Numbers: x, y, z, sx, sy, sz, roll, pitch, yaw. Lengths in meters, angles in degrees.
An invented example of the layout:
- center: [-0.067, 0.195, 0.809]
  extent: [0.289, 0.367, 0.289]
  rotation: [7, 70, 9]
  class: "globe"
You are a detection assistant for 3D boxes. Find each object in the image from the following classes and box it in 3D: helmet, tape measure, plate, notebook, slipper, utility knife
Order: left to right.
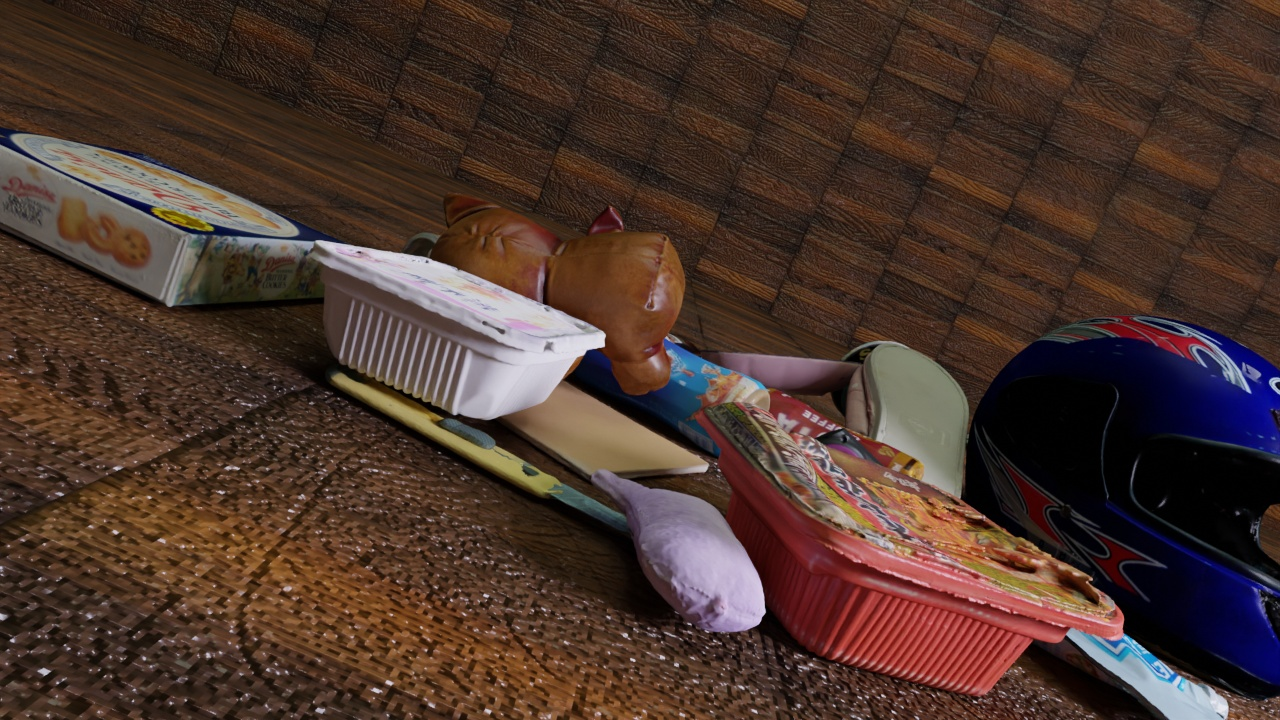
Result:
- center: [-0.085, 0.046, 0.469]
  extent: [0.198, 0.021, 0.030]
  rotation: [30, 16, 13]
  class: "utility knife"
- center: [-0.069, 0.027, 0.618]
  extent: [0.208, 0.008, 0.147]
  rotation: [28, 11, 29]
  class: "notebook"
- center: [0.138, 0.014, 0.983]
  extent: [0.192, 0.039, 0.192]
  rotation: [5, 0, 0]
  class: "plate"
- center: [0.141, 0.082, 0.666]
  extent: [0.057, 0.058, 0.039]
  rotation: [48, 17, 10]
  class: "tape measure"
- center: [0.246, 0.069, 0.852]
  extent: [0.114, 0.055, 0.273]
  rotation: [22, 33, 2]
  class: "slipper"
- center: [0.434, 0.090, 0.768]
  extent: [0.247, 0.240, 0.315]
  rotation: [18, 12, -30]
  class: "helmet"

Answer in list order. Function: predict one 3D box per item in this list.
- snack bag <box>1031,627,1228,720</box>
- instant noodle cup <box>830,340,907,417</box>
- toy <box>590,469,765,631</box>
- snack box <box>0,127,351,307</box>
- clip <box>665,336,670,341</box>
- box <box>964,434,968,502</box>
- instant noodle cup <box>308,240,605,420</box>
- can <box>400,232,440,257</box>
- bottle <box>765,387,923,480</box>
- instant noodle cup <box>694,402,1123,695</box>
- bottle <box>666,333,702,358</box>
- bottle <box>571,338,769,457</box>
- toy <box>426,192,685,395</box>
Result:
- center: [0.260, 0.165, 0.562]
  extent: [0.191, 0.039, 0.110]
  rotation: [32, 2, 41]
  class: "snack bag"
- center: [0.268, 0.053, 0.999]
  extent: [0.111, 0.111, 0.120]
  rotation: [22, 26, -6]
  class: "instant noodle cup"
- center: [0.020, 0.083, 0.406]
  extent: [0.084, 0.039, 0.108]
  rotation: [31, 6, -13]
  class: "toy"
- center: [-0.308, -0.090, 0.582]
  extent: [0.178, 0.046, 0.182]
  rotation: [24, 8, 7]
  class: "snack box"
- center: [0.019, 0.016, 0.842]
  extent: [0.035, 0.081, 0.104]
  rotation: [-14, -46, 45]
  class: "clip"
- center: [0.335, 0.108, 1.015]
  extent: [0.087, 0.076, 0.162]
  rotation: [6, 5, 22]
  class: "box"
- center: [-0.104, -0.014, 0.535]
  extent: [0.138, 0.060, 0.173]
  rotation: [23, 8, 8]
  class: "instant noodle cup"
- center: [-0.161, -0.078, 0.830]
  extent: [0.058, 0.058, 0.116]
  rotation: [28, 10, 27]
  class: "can"
- center: [0.134, 0.067, 0.732]
  extent: [0.175, 0.057, 0.057]
  rotation: [27, 10, 24]
  class: "bottle"
- center: [0.120, 0.097, 0.463]
  extent: [0.188, 0.079, 0.164]
  rotation: [19, 10, -20]
  class: "instant noodle cup"
- center: [-0.034, -0.023, 0.882]
  extent: [0.194, 0.044, 0.080]
  rotation: [16, 11, -34]
  class: "bottle"
- center: [-0.004, 0.004, 0.730]
  extent: [0.219, 0.065, 0.065]
  rotation: [27, 10, 26]
  class: "bottle"
- center: [-0.067, -0.052, 0.673]
  extent: [0.199, 0.131, 0.139]
  rotation: [12, 54, -1]
  class: "toy"
